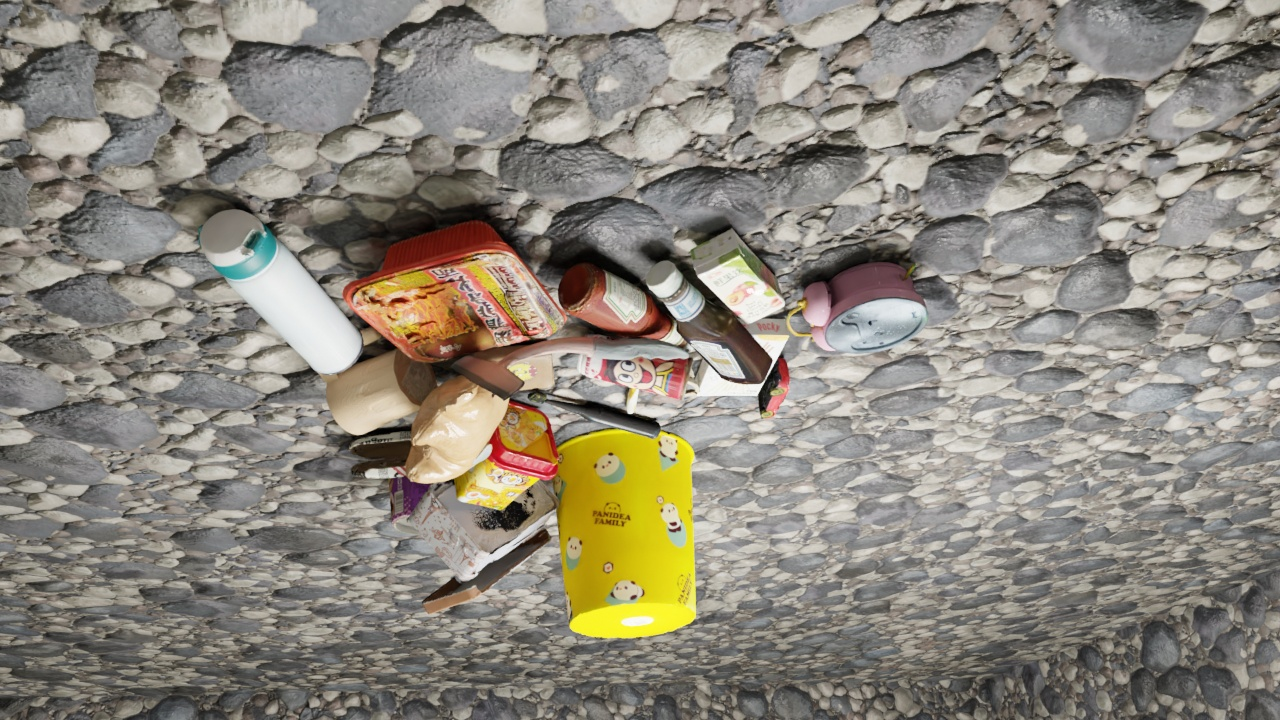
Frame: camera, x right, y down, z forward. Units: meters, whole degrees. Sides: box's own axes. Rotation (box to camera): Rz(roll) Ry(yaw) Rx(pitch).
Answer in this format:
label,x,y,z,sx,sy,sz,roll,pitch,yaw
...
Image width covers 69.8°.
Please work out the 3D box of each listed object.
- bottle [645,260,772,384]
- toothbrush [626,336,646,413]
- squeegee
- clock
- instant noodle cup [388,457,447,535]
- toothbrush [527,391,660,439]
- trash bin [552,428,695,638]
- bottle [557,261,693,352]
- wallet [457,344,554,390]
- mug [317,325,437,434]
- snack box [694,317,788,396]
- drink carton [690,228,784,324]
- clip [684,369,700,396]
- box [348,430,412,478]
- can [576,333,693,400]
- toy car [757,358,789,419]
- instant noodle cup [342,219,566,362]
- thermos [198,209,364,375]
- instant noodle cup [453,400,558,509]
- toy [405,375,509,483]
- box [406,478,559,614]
label,x,y,z,sx,sy,sz,roll,pitch,yaw
bottle,0.073,-0.040,1.026,0.080,0.044,0.195,7,153,45
toothbrush,-0.008,0.024,1.194,0.018,0.016,0.192,-24,155,-20
squeegee,-0.060,-0.007,0.989,0.249,0.040,0.248,-6,-172,-23
clock,0.246,-0.056,1.055,0.159,0.059,0.117,-16,149,16
instant noodle cup,-0.327,0.203,1.377,0.111,0.099,0.112,-5,151,-3
toothbrush,-0.062,0.073,1.264,0.212,0.026,0.027,19,151,-34
trash bin,-0.020,0.263,1.370,0.229,0.254,0.230,-4,149,-2
bottle,-0.006,-0.051,1.031,0.060,0.059,0.206,-25,150,31
wallet,-0.166,0.011,1.140,0.115,0.033,0.090,-5,149,-6
mug,-0.320,0.020,1.097,0.104,0.084,0.125,-20,120,22
snack box,0.125,-0.002,1.163,0.084,0.026,0.157,1,150,-9
drink carton,0.106,-0.090,0.988,0.054,0.045,0.122,-25,145,22
clip,0.036,0.021,1.169,0.097,0.034,0.062,17,134,-43
box,-0.330,0.123,1.302,0.163,0.081,0.075,-7,-179,1
can,-0.007,0.006,1.097,0.133,0.053,0.053,14,149,4
toy car,0.176,0.039,1.217,0.031,0.049,0.106,2,148,-8
instant noodle cup,-0.188,-0.072,0.945,0.189,0.079,0.164,-14,148,13
thermos,-0.366,-0.068,0.942,0.073,0.073,0.224,-9,149,7
instant noodle cup,-0.189,0.131,1.236,0.116,0.116,0.124,20,126,-36
toy,-0.208,0.061,1.065,0.082,0.143,0.227,36,144,6
box,-0.238,0.259,1.335,0.193,0.156,0.182,-51,166,34
